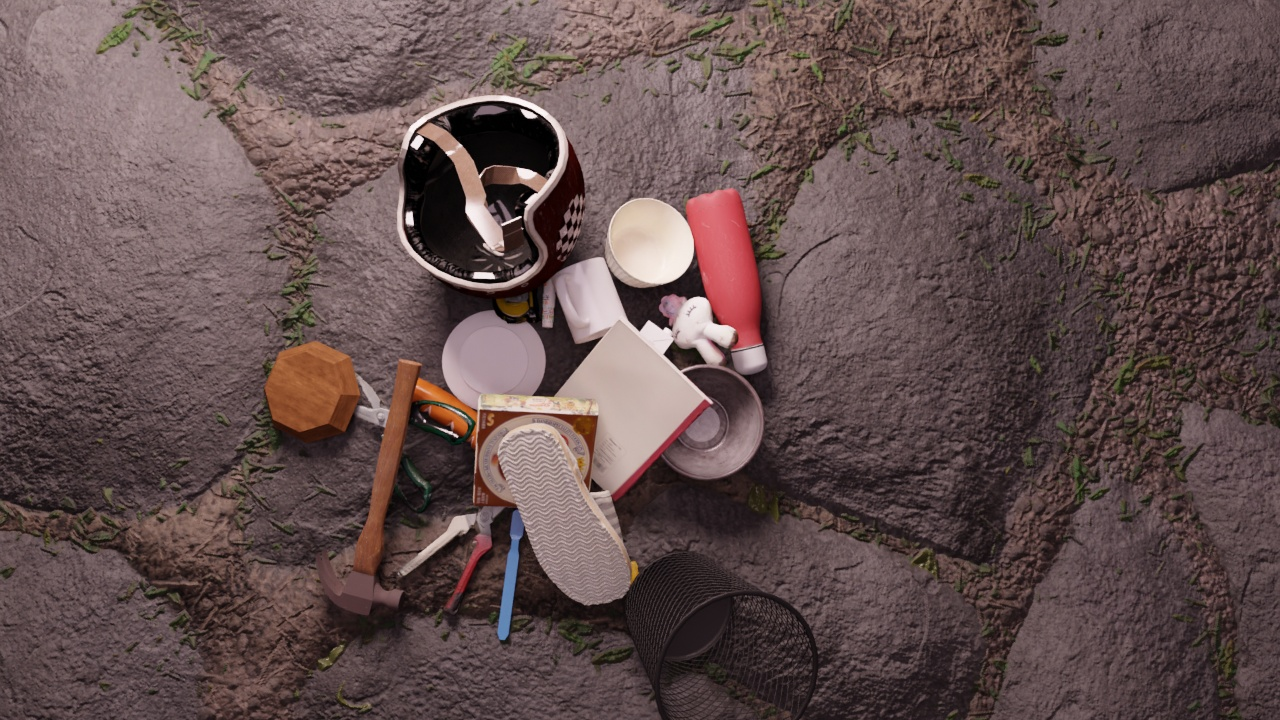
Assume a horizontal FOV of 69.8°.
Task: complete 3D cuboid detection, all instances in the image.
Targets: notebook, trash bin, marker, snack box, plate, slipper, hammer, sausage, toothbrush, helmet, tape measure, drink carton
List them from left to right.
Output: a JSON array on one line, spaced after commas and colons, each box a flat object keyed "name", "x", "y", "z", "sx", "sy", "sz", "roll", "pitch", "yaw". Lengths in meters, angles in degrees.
[{"name": "plate", "x": -0.424, "y": 0.041, "z": 1.167, "sx": 0.131, "sy": 0.025, "sz": 0.131, "roll": 0, "pitch": 88, "yaw": 8}, {"name": "hammer", "x": -0.322, "y": 0.158, "z": 1.141, "sx": 0.115, "sy": 0.033, "sz": 0.323, "roll": 14, "pitch": 96, "yaw": 3}, {"name": "sausage", "x": -0.238, "y": 0.075, "z": 1.177, "sx": 0.164, "sy": 0.039, "sz": 0.044, "roll": 35, "pitch": 90, "yaw": 1}, {"name": "plate", "x": -0.192, "y": 0.000, "z": 1.200, "sx": 0.134, "sy": 0.011, "sz": 0.134, "roll": 0, "pitch": 85, "yaw": -3}, {"name": "helmet", "x": -0.173, "y": -0.189, "z": 1.091, "sx": 0.233, "sy": 0.254, "sz": 0.233, "roll": 28, "pitch": 59, "yaw": 15}, {"name": "toothbrush", "x": -0.166, "y": 0.275, "z": 1.180, "sx": 0.016, "sy": 0.014, "sz": 0.166, "roll": 8, "pitch": 89, "yaw": -2}, {"name": "tape measure", "x": -0.162, "y": -0.078, "z": 1.193, "sx": 0.061, "sy": 0.034, "sz": 0.061, "roll": -7, "pitch": 76, "yaw": -9}, {"name": "snack box", "x": -0.131, "y": 0.115, "z": 1.137, "sx": 0.147, "sy": 0.041, "sz": 0.143, "roll": 4, "pitch": 117, "yaw": -10}, {"name": "marker", "x": -0.119, "y": -0.116, "z": 1.210, "sx": 0.017, "sy": 0.017, "sz": 0.145, "roll": 3, "pitch": 85, "yaw": -3}, {"name": "slipper", "x": -0.091, "y": 0.188, "z": 1.127, "sx": 0.114, "sy": 0.054, "sz": 0.273, "roll": -22, "pitch": 115, "yaw": 8}, {"name": "notebook", "x": -0.027, "y": 0.065, "z": 1.136, "sx": 0.153, "sy": 0.012, "sz": 0.209, "roll": 44, "pitch": 123, "yaw": 4}, {"name": "drink carton", "x": -0.007, "y": 0.007, "z": 1.184, "sx": 0.040, "sy": 0.058, "sz": 0.122, "roll": 36, "pitch": 84, "yaw": 1}, {"name": "trash bin", "x": 0.076, "y": 0.322, "z": 1.070, "sx": 0.184, "sy": 0.210, "sz": 0.184, "roll": -2, "pitch": 96, "yaw": -15}]

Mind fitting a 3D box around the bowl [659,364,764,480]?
[{"name": "bowl", "x": 0.081, "y": 0.080, "z": 1.178, "sx": 0.145, "sy": 0.067, "sz": 0.145, "roll": 0, "pitch": 85, "yaw": -3}]

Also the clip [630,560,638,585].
[{"name": "clip", "x": 0.007, "y": 0.283, "z": 1.186, "sx": 0.046, "sy": 0.037, "sz": 0.053, "roll": -11, "pitch": 84, "yaw": 9}]

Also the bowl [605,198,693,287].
[{"name": "bowl", "x": 0.004, "y": -0.144, "z": 1.185, "sx": 0.115, "sy": 0.063, "sz": 0.115, "roll": 5, "pitch": 75, "yaw": -20}]

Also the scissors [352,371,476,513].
[{"name": "scissors", "x": -0.309, "y": 0.109, "z": 1.169, "sx": 0.206, "sy": 0.015, "sz": 0.180, "roll": 15, "pitch": 105, "yaw": 19}]

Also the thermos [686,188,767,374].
[{"name": "thermos", "x": 0.119, "y": -0.099, "z": 1.193, "sx": 0.073, "sy": 0.073, "sz": 0.240, "roll": -13, "pitch": 92, "yaw": -4}]

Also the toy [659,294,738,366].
[{"name": "toy", "x": 0.072, "y": -0.042, "z": 1.189, "sx": 0.122, "sy": 0.079, "sz": 0.037, "roll": 41, "pitch": 43, "yaw": 22}]

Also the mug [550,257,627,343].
[{"name": "mug", "x": -0.072, "y": -0.075, "z": 1.164, "sx": 0.074, "sy": 0.110, "sz": 0.090, "roll": -22, "pitch": 86, "yaw": 22}]

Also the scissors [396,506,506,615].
[{"name": "scissors", "x": -0.226, "y": 0.235, "z": 1.177, "sx": 0.179, "sy": 0.015, "sz": 0.186, "roll": -8, "pitch": 85, "yaw": -4}]
